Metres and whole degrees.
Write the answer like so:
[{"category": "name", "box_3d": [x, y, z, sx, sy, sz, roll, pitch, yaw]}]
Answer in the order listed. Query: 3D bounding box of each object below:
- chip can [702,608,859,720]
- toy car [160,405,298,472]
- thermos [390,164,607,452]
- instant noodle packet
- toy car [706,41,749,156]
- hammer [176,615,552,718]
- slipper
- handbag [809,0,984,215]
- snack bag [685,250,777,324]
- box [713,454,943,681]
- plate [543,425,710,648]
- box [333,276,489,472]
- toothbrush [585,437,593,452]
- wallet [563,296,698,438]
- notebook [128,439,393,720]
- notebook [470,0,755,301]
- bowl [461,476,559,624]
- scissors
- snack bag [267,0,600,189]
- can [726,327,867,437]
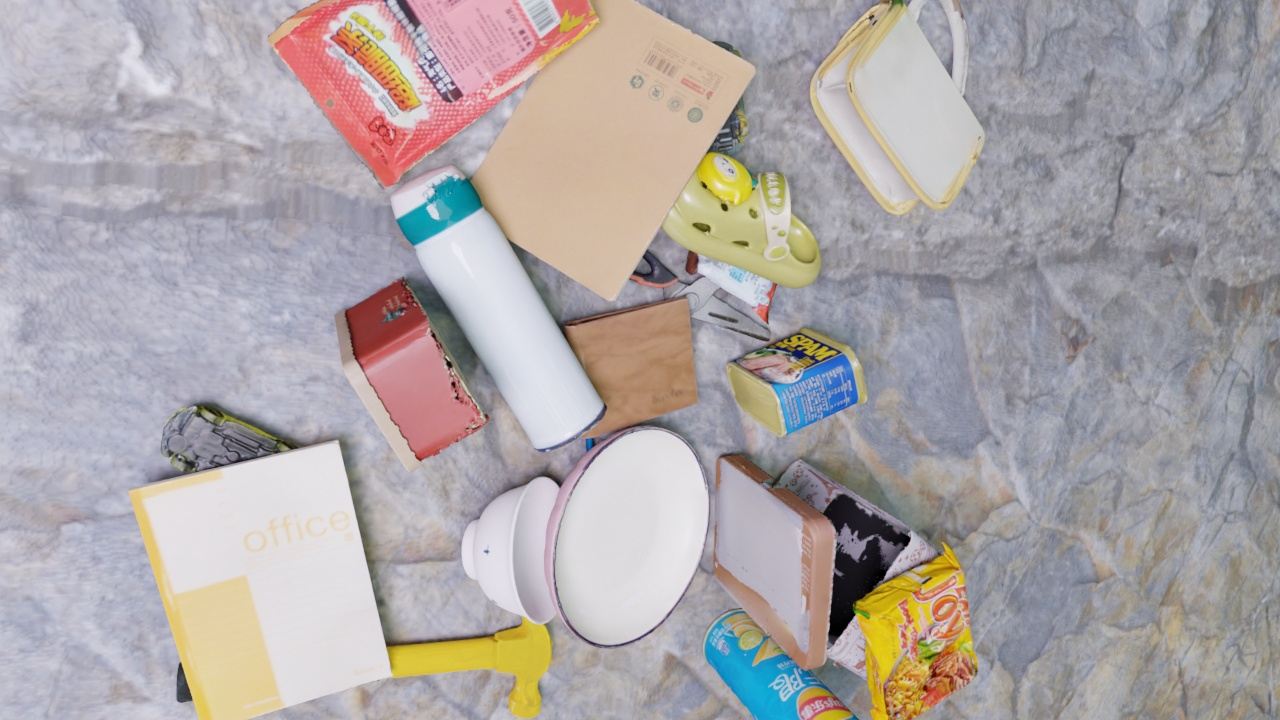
[{"category": "chip can", "box_3d": [0.131, 0.304, 0.822, 0.071, 0.210, 0.071, -6, 106, -21]}, {"category": "toy car", "box_3d": [-0.299, 0.068, 0.680, 0.105, 0.032, 0.048, 31, 92, -28]}, {"category": "thermos", "box_3d": [-0.109, -0.040, 0.697, 0.073, 0.073, 0.224, -33, 107, -12]}, {"category": "instant noodle packet", "box_3d": [0.224, 0.222, 0.738, 0.110, 0.044, 0.128, -25, 115, -22]}, {"category": "toy car", "box_3d": [0.060, -0.213, 0.752, 0.043, 0.036, 0.091, -13, 109, -18]}, {"category": "hammer", "box_3d": [-0.218, 0.251, 0.763, 0.300, 0.033, 0.129, 2, 103, -23]}, {"category": "slipper", "box_3d": [0.091, -0.126, 0.752, 0.190, 0.091, 0.082, 22, 136, -33]}, {"category": "handbag", "box_3d": [0.243, -0.240, 0.816, 0.163, 0.063, 0.178, 45, 70, -26]}, {"category": "snack bag", "box_3d": [0.080, -0.073, 0.789, 0.104, 0.026, 0.048, 26, 69, -26]}, {"category": "box", "box_3d": [0.137, 0.168, 0.809, 0.166, 0.182, 0.150, 39, 86, -30]}, {"category": "plate", "box_3d": [-0.015, 0.148, 0.791, 0.192, 0.039, 0.192, -11, 105, -45]}, {"category": "box", "box_3d": [-0.157, 0.001, 0.646, 0.078, 0.168, 0.091, -30, 113, -9]}, {"category": "toothbrush", "box_3d": [-0.040, 0.134, 0.816, 0.016, 0.014, 0.190, -8, 106, -22]}, {"category": "wallet", "box_3d": [-0.005, 0.005, 0.776, 0.115, 0.020, 0.101, -16, 111, -21]}, {"category": "notebook", "box_3d": [-0.279, 0.171, 0.692, 0.145, 0.010, 0.206, -12, 108, -19]}, {"category": "notebook", "box_3d": [-0.028, -0.169, 0.699, 0.148, 0.008, 0.207, 32, 91, 9]}, {"category": "bowl", "box_3d": [-0.108, 0.156, 0.758, 0.065, 0.118, 0.118, -3, 109, 18]}, {"category": "scissors", "box_3d": [0.022, -0.052, 0.792, 0.225, 0.015, 0.189, -38, 115, -10]}, {"category": "snack bag", "box_3d": [-0.139, -0.232, 0.653, 0.208, 0.073, 0.128, -36, 110, -4]}, {"category": "can", "box_3d": [0.135, 0.019, 0.809, 0.083, 0.102, 0.057, -23, 112, -14]}]
